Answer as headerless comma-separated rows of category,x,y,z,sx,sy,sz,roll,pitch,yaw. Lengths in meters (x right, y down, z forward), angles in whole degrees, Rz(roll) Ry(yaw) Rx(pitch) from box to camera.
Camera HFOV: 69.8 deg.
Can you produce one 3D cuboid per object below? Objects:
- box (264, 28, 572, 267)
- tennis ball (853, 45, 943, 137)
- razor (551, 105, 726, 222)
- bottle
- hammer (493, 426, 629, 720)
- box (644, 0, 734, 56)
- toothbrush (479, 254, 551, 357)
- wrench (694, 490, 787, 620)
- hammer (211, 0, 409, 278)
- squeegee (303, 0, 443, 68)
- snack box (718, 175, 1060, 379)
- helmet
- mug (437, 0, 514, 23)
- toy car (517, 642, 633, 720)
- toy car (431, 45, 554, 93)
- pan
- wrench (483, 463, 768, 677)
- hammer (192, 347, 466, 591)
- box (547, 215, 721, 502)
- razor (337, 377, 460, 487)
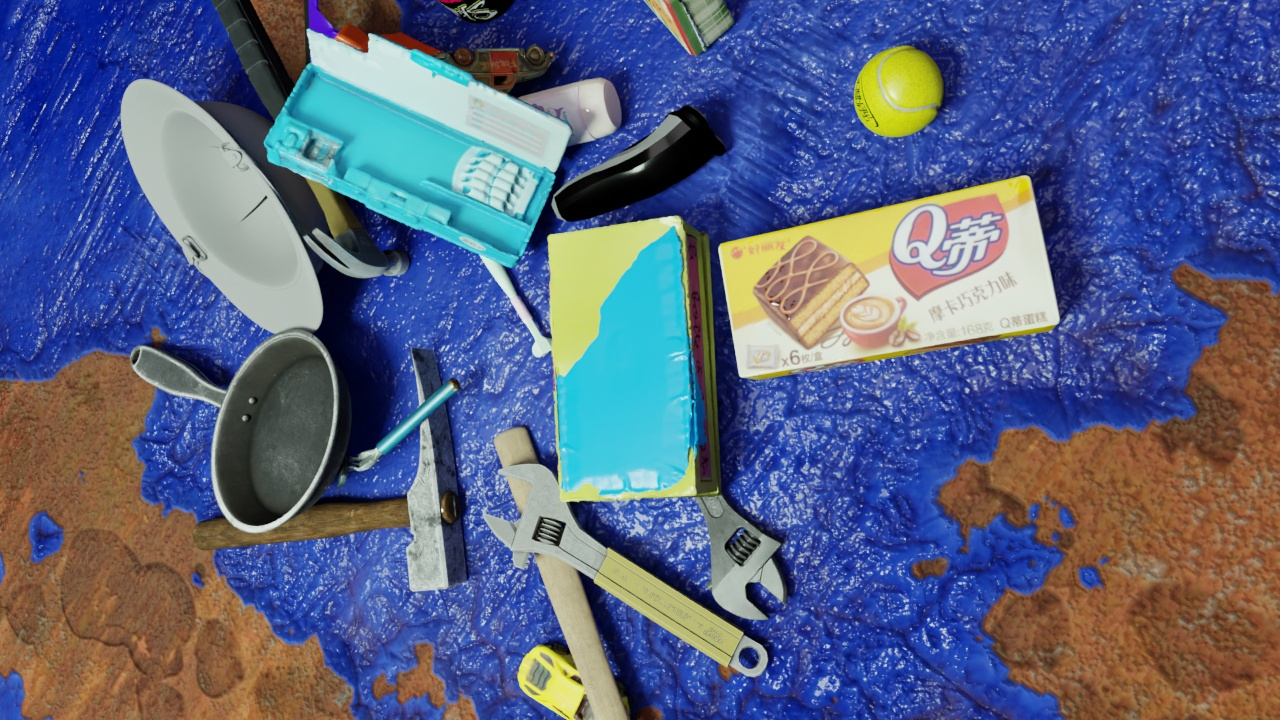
box,-0.180,-0.179,0.746,0.226,0.122,0.097,23,69,-10
tennis ball,0.195,-0.203,0.694,0.065,0.065,0.065,-1,87,20
razor,-0.008,-0.159,0.777,0.156,0.057,0.060,-32,46,16
bottle,-0.091,-0.209,0.808,0.146,0.051,0.051,-8,85,20
hammer,-0.056,0.208,0.770,0.119,0.031,0.331,-21,74,-6
box,-0.009,-0.351,0.751,0.049,0.117,0.205,-40,77,11
toothbrush,-0.122,-0.070,0.832,0.022,0.015,0.154,-29,75,-14
wrench,0.043,0.087,0.763,0.073,0.018,0.273,-32,76,16
hammer,-0.317,-0.223,0.824,0.025,0.117,0.333,-27,90,17
squeegee,-0.217,-0.270,0.833,0.185,0.055,0.250,12,131,-5
snack box,0.183,-0.057,0.694,0.231,0.061,0.110,-10,84,20
helmet,-0.358,-0.158,0.876,0.271,0.117,0.184,50,135,-3
mug,-0.149,-0.351,0.810,0.118,0.098,0.082,28,97,19
toy car,-0.056,0.284,0.783,0.107,0.030,0.049,25,95,18
toy car,-0.130,-0.248,0.803,0.111,0.047,0.047,-9,101,-21
pan,-0.397,0.043,0.893,0.357,0.055,0.187,18,87,38
wrench,-0.014,0.176,0.760,0.273,0.018,0.083,29,75,11
hammer,-0.311,0.117,0.883,0.301,0.037,0.217,-9,84,20
box,-0.004,0.004,0.741,0.124,0.080,0.221,-7,84,20
razor,-0.215,0.062,0.818,0.144,0.022,0.042,-36,39,12
